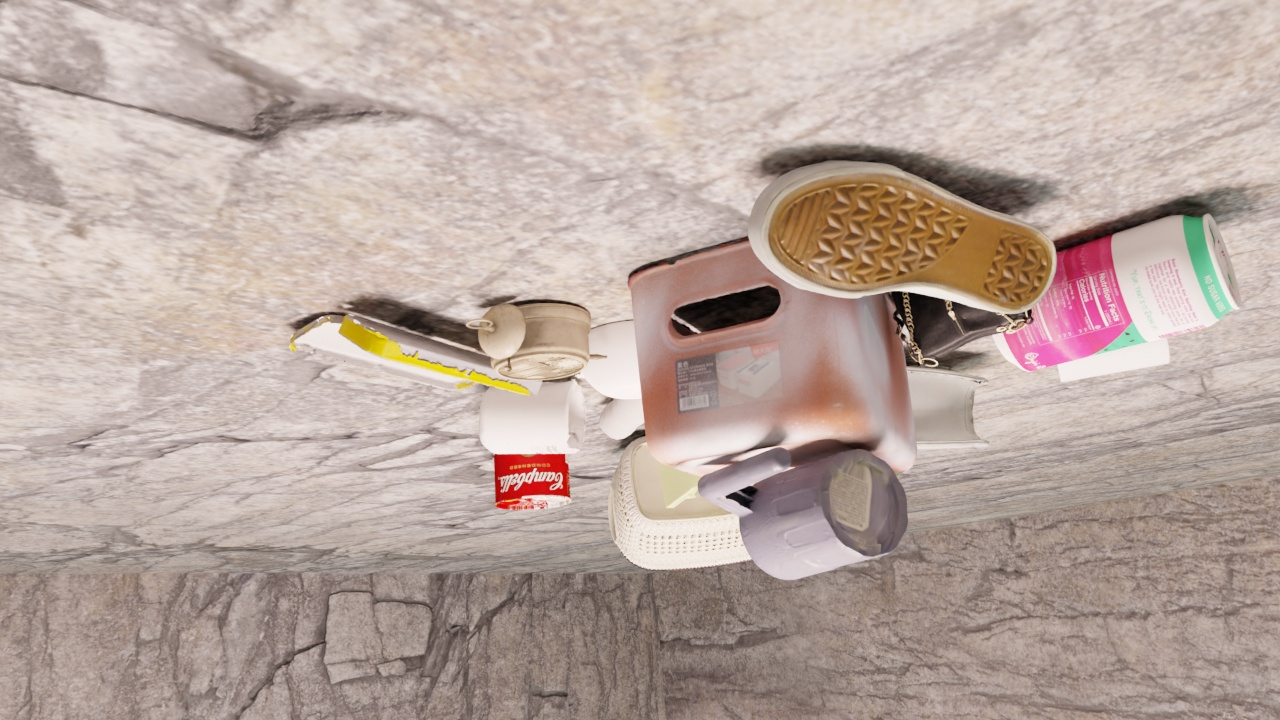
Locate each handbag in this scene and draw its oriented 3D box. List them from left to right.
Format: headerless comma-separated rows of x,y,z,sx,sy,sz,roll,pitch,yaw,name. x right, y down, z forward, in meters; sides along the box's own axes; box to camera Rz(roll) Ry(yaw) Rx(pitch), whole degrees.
0.272,0.050,1.023,0.198,0.096,0.142,4,175,-27,handbag
0.259,-0.045,0.732,0.054,0.079,0.129,12,154,-37,handbag

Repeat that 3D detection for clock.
-0.097,-0.014,0.781,0.093,0.054,0.140,-14,162,29,clock

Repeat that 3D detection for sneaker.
0.171,-0.085,0.626,0.235,0.087,0.079,7,-166,-24,sneaker

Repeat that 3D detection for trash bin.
0.121,0.018,0.772,0.182,0.157,0.259,-12,162,23,trash bin

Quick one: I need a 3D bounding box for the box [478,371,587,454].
-0.085,0.053,0.964,0.165,0.094,0.084,1,161,12,box

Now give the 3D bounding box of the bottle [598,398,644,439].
-0.010,0.053,1.031,0.044,0.044,0.136,1,162,-17,bottle

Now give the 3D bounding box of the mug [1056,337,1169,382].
0.423,-0.036,0.839,0.091,0.073,0.110,-13,135,24,mug

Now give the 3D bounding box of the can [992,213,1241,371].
0.367,-0.052,0.724,0.166,0.088,0.088,-19,157,39,can

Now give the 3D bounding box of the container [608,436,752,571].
0.079,0.182,1.263,0.251,0.184,0.143,-5,151,-2,container

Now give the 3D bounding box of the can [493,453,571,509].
-0.126,0.106,1.049,0.086,0.116,0.087,-4,163,-2,can

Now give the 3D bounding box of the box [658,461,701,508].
0.041,0.079,0.978,0.030,0.138,0.187,-1,164,-12,box

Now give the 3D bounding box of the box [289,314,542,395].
-0.194,-0.001,0.822,0.128,0.045,0.209,0,169,35,box

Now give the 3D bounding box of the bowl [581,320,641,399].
-0.005,0.005,0.870,0.114,0.050,0.115,-4,163,-1,bowl

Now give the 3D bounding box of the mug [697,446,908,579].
0.119,0.107,0.686,0.124,0.083,0.104,30,150,-14,mug
